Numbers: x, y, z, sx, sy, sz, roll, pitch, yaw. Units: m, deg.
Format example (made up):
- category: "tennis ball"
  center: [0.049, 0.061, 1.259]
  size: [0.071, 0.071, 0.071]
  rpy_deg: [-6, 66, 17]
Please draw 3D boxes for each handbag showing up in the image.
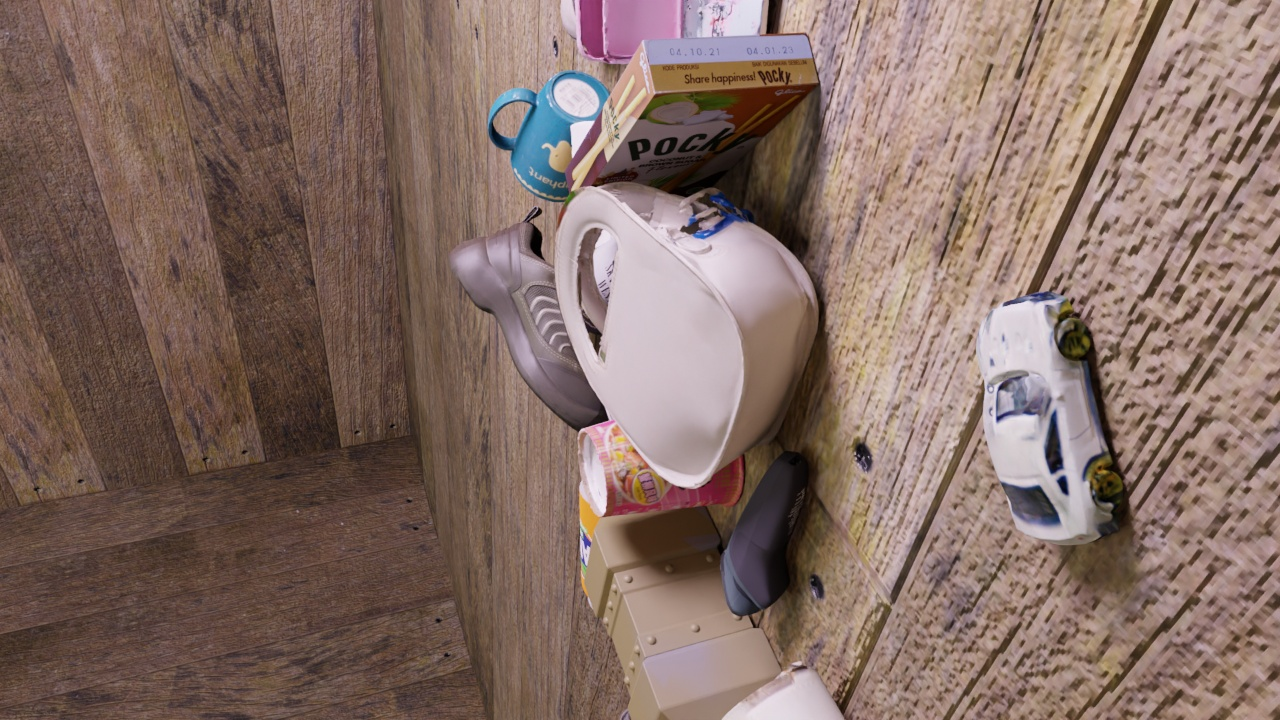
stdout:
- category: "handbag"
  center: [0.080, 0.296, 0.613]
  size: [0.112, 0.123, 0.172]
  rpy_deg: [60, 147, 32]
- category: "handbag"
  center: [0.020, -0.030, 0.625]
  size: [0.199, 0.092, 0.201]
  rpy_deg: [44, 144, 25]

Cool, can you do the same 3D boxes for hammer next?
- category: "hammer"
  center: [0.011, 0.296, 0.839]
  size: [0.326, 0.100, 0.190]
  rpy_deg: [102, 151, -46]

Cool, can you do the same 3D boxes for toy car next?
- category: "toy car"
  center: [0.165, 0.025, 0.383]
  size: [0.048, 0.033, 0.105]
  rpy_deg: [157, 103, -72]

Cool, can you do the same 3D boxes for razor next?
- category: "razor"
  center: [0.088, 0.119, 0.631]
  size: [0.052, 0.047, 0.143]
  rpy_deg: [34, 133, 25]

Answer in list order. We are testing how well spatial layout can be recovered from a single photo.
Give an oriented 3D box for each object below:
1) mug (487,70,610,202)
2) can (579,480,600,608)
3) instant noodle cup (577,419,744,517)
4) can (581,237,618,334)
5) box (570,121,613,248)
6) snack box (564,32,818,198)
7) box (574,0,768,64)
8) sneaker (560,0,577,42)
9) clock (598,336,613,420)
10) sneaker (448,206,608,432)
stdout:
- category: "mug"
  center: [-0.084, -0.215, 0.852]
  size: [0.104, 0.112, 0.084]
  rpy_deg: [130, 147, -57]
- category: "can"
  center: [-0.019, 0.177, 0.900]
  size: [0.079, 0.079, 0.143]
  rpy_deg: [-131, 36, -56]
- category: "instant noodle cup"
  center: [0.012, 0.079, 0.723]
  size: [0.098, 0.108, 0.097]
  rpy_deg: [170, 90, -71]
- category: "can"
  center: [-0.003, -0.069, 0.711]
  size: [0.128, 0.064, 0.064]
  rpy_deg: [-25, 74, 42]
- category: "box"
  center: [-0.010, -0.151, 0.784]
  size: [0.102, 0.076, 0.107]
  rpy_deg: [-145, 51, -66]
- category: "snack box"
  center: [0.023, -0.147, 0.592]
  size: [0.186, 0.101, 0.031]
  rpy_deg: [149, 111, -69]
- category: "box"
  center: [0.024, -0.288, 0.569]
  size: [0.073, 0.150, 0.202]
  rpy_deg: [-44, -41, -57]
- category: "sneaker"
  center: [-0.054, -0.309, 0.707]
  size: [0.235, 0.119, 0.095]
  rpy_deg: [-177, 78, -73]
- category: "clock"
  center: [-0.004, 0.004, 0.803]
  size: [0.103, 0.061, 0.157]
  rpy_deg: [-128, 32, -54]
- category: "sneaker"
  center: [-0.074, -0.050, 0.938]
  size: [0.238, 0.143, 0.101]
  rpy_deg: [56, -178, 4]
